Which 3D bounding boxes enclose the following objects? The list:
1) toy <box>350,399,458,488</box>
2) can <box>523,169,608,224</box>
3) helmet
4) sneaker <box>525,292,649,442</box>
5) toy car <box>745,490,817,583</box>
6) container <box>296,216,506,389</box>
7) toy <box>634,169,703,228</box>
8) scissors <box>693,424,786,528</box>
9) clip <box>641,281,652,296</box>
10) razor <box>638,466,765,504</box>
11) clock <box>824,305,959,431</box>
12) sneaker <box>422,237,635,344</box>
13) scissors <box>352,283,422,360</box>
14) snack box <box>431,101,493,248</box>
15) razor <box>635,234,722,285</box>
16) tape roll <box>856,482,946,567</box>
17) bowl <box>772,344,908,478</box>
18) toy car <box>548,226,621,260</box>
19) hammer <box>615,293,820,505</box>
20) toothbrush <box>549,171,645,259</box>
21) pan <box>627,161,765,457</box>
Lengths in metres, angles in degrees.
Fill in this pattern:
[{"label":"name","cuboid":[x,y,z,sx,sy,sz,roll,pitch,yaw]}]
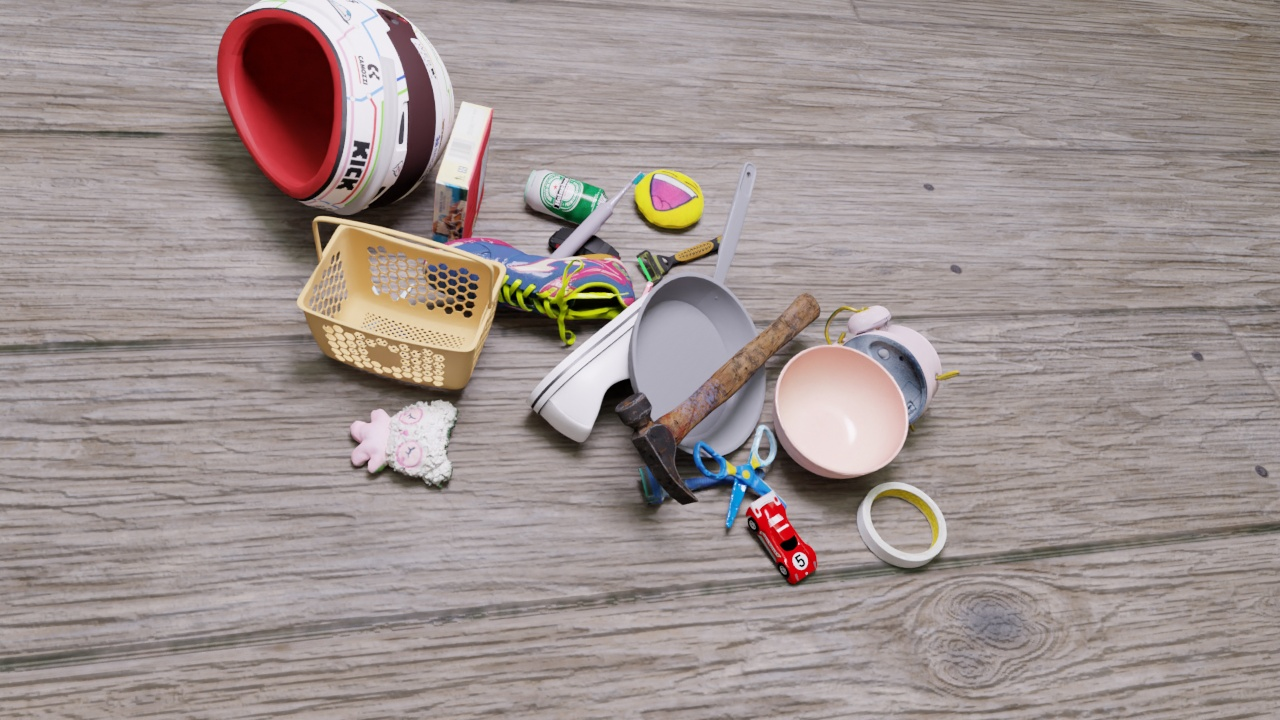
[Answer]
[{"label":"toy","cuboid":[-0.242,0.081,0.933,0.109,0.041,0.095,-1,55,-6]},{"label":"can","cuboid":[-0.094,-0.207,1.171,0.101,0.053,0.053,19,52,1]},{"label":"helmet","cuboid":[-0.334,-0.301,1.076,0.314,0.232,0.235,44,29,25]},{"label":"sneaker","cuboid":[-0.006,0.006,1.015,0.097,0.091,0.244,46,54,7]},{"label":"toy car","cuboid":[0.146,0.182,0.944,0.038,0.025,0.089,-25,72,-28]},{"label":"container","cuboid":[-0.243,-0.067,0.942,0.183,0.167,0.129,15,51,0]},{"label":"toy","cuboid":[0.038,-0.213,1.213,0.095,0.041,0.094,30,57,7]},{"label":"scissors","cuboid":[0.110,0.118,0.973,0.125,0.014,0.130,40,63,-13]},{"label":"clip","cuboid":[0.007,-0.077,1.117,0.059,0.023,0.045,-31,61,-32]},{"label":"razor","cuboid":[0.068,0.130,0.977,0.140,0.018,0.043,-2,56,-19]},{"label":"clock","cuboid":[0.273,0.004,1.058,0.158,0.117,0.058,44,46,20]},{"label":"sneaker","cuboid":[-0.120,-0.085,1.033,0.241,0.116,0.091,2,43,-19]},{"label":"scissors","cuboid":[-0.280,-0.041,1.033,0.119,0.014,0.129,21,49,7]},{"label":"snack box","cuboid":[-0.211,-0.203,1.084,0.040,0.145,0.142,12,52,-7]},{"label":"razor","cuboid":[0.063,-0.136,1.174,0.144,0.021,0.044,-22,79,-25]},{"label":"tape roll","cuboid":[0.281,0.176,0.988,0.094,0.019,0.093,6,53,-8]},{"label":"bowl","cuboid":[0.210,0.066,1.013,0.153,0.076,0.152,4,63,-8]},{"label":"toy car","cuboid":[-0.070,-0.139,1.136,0.092,0.036,0.042,29,53,10]},{"label":"hammer","cuboid":[0.108,0.019,0.986,0.329,0.033,0.120,-38,102,-40]},{"label":"toothbrush","cuboid":[-0.062,-0.160,1.108,0.019,0.018,0.188,42,86,22]},{"label":"pan","cuboid":[0.078,-0.066,1.023,0.200,0.051,0.355,29,63,-34]}]
